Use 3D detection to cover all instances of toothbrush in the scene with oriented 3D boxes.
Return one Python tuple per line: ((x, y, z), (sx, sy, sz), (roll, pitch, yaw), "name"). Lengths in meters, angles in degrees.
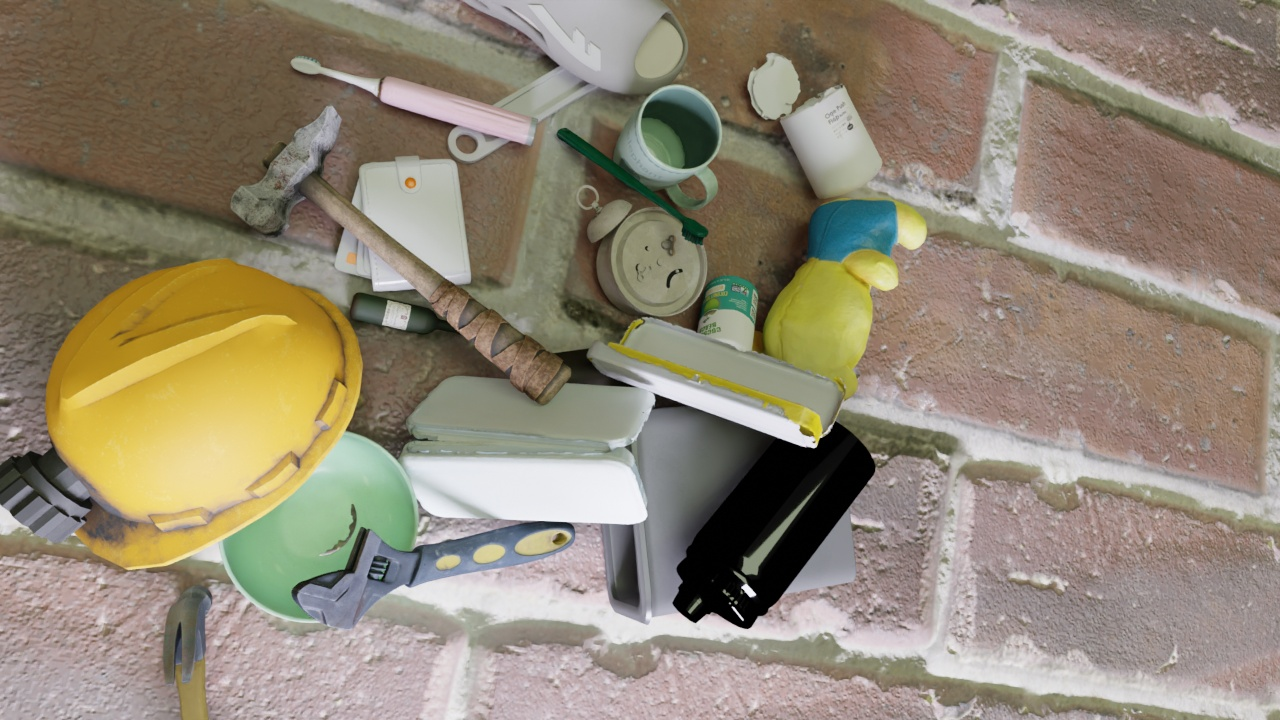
((-0.203, -0.240, 0.836), (0.222, 0.026, 0.027), (14, 121, -13), "toothbrush")
((-0.010, -0.165, 0.865), (0.190, 0.017, 0.016), (40, 44, 21), "toothbrush")

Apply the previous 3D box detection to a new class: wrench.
((-0.068, -0.262, 0.903), (0.272, 0.018, 0.087), (-38, 98, -19), "wrench")
((-0.155, 0.164, 0.755), (0.272, 0.022, 0.073), (0, 93, -48), "wrench")

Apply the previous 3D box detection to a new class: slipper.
((-0.071, -0.351, 0.863), (0.266, 0.081, 0.112), (30, 71, -6), "slipper")

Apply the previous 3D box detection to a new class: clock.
((-0.008, -0.106, 0.884), (0.157, 0.061, 0.103), (46, 68, -18), "clock")

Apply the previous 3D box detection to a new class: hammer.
((-0.330, 0.347, 0.694), (0.025, 0.118, 0.333), (-5, 91, -19), "hammer")
((-0.190, -0.077, 0.771), (0.319, 0.049, 0.121), (39, 83, 3), "hammer")

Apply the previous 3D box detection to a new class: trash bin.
((0.079, 0.132, 0.870), (0.219, 0.098, 0.191), (-4, 85, -22), "trash bin")

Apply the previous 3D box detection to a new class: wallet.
((-0.217, -0.122, 0.820), (0.115, 0.037, 0.118), (-7, 87, -16), "wallet")

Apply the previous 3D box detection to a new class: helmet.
((-0.341, 0.016, 0.666), (0.205, 0.131, 0.255), (39, 73, 22), "helmet")

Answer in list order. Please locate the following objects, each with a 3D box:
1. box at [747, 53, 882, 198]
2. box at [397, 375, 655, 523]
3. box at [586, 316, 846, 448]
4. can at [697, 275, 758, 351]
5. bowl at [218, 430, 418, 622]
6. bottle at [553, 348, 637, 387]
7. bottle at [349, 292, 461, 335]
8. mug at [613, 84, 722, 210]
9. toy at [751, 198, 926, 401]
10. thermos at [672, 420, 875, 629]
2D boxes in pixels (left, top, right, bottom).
((0.181, -0.252, 0.963), (0.083, 0.092, 0.166), (-34, 105, -17), "box")
((-0.089, 0.061, 0.791), (0.215, 0.106, 0.126), (0, 52, 13), "box")
((0.063, 0.018, 0.789), (0.117, 0.210, 0.057), (-31, 134, -59), "box")
((0.084, -0.032, 0.894), (0.055, 0.055, 0.101), (26, 50, -16), "can")
((-0.262, 0.132, 0.751), (0.150, 0.077, 0.151), (2, 83, -20), "bowl")
((-0.005, 0.005, 0.881), (0.184, 0.045, 0.045), (-8, 87, -28), "bottle")
((-0.204, -0.038, 0.820), (0.106, 0.025, 0.025), (13, 79, -19), "bottle")
((0.028, -0.194, 0.883), (0.084, 0.104, 0.111), (-42, 98, -20), "mug")
((0.186, -0.070, 0.906), (0.084, 0.149, 0.213), (36, 76, -26), "toy")
((0.108, 0.143, 0.781), (0.086, 0.086, 0.198), (47, 69, -10), "thermos")
